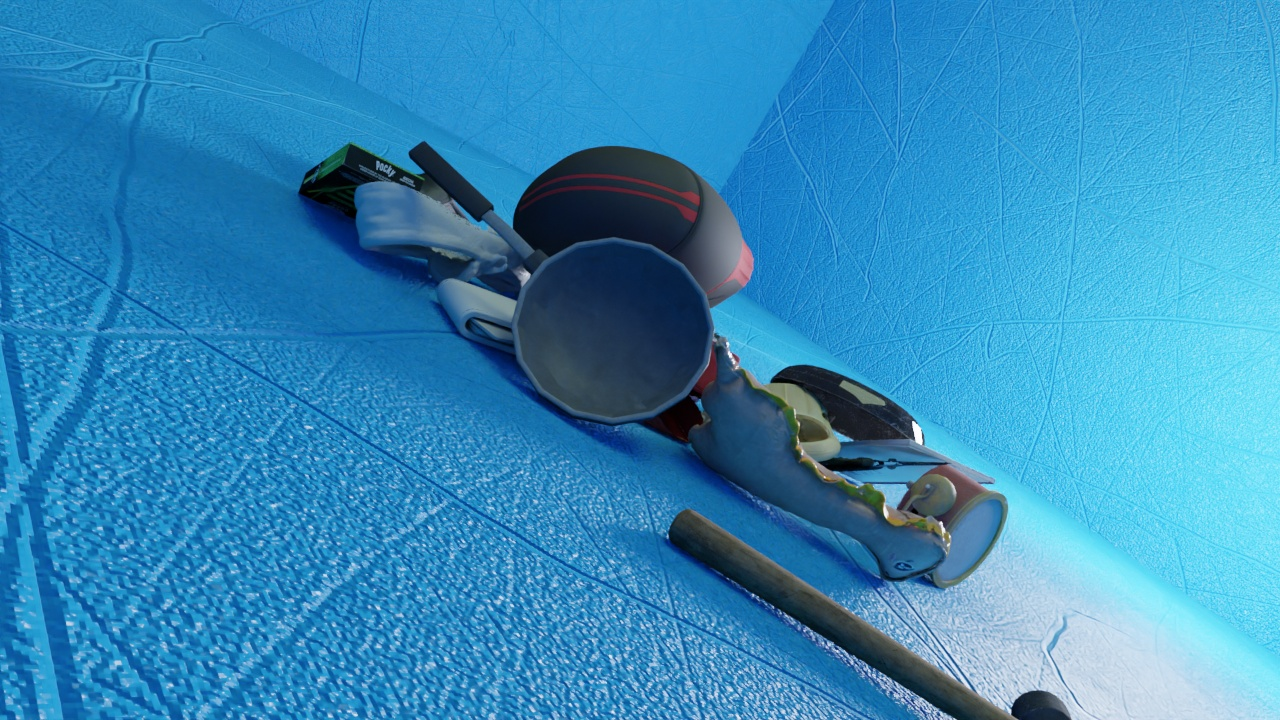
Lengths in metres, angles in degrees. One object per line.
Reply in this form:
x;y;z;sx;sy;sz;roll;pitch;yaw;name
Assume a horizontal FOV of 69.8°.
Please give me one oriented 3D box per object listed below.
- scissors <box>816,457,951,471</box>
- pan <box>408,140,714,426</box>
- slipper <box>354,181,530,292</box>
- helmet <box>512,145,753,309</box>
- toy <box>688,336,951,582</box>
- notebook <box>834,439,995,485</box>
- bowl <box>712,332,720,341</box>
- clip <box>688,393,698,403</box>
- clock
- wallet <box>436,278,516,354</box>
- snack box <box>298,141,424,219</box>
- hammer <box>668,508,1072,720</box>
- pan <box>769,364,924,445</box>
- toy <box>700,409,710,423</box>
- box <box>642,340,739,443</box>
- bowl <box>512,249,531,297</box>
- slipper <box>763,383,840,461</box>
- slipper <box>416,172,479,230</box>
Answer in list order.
0.248;0.116;1.043;0.142;0.015;0.210;13;-16;-42;scissors
-0.088;-0.082;0.842;0.357;0.178;0.041;43;-18;13;pan
-0.201;-0.116;0.971;0.112;0.074;0.246;10;-5;30;slipper
-0.012;-0.146;0.993;0.265;0.164;0.170;8;-19;13;helmet
0.163;0.099;0.835;0.264;0.196;0.065;26;50;20;toy
0.302;0.128;1.132;0.153;0.012;0.209;24;-18;-28;notebook
0.022;-0.016;1.103;0.153;0.073;0.153;22;14;-6;bowl
0.051;0.043;1.104;0.042;0.014;0.052;29;13;2;clip
0.310;0.169;0.973;0.158;0.117;0.081;12;17;-43;clock
-0.128;-0.031;0.880;0.118;0.037;0.115;20;15;-34;wallet
-0.295;-0.182;0.961;0.080;0.025;0.148;24;-16;-33;snack box
0.159;0.197;0.629;0.322;0.040;0.129;31;14;7;hammer
0.228;0.056;1.191;0.207;0.040;0.357;32;-8;-19;pan
0.084;0.064;1.050;0.049;0.030;0.111;19;12;17;toy
0.002;-0.007;0.943;0.157;0.112;0.134;27;7;-23;box
-0.123;-0.105;1.098;0.114;0.114;0.045;33;39;12;bowl
0.175;0.066;1.074;0.111;0.079;0.261;5;3;8;slipper
-0.275;-0.207;1.166;0.109;0.083;0.265;37;13;21;slipper
